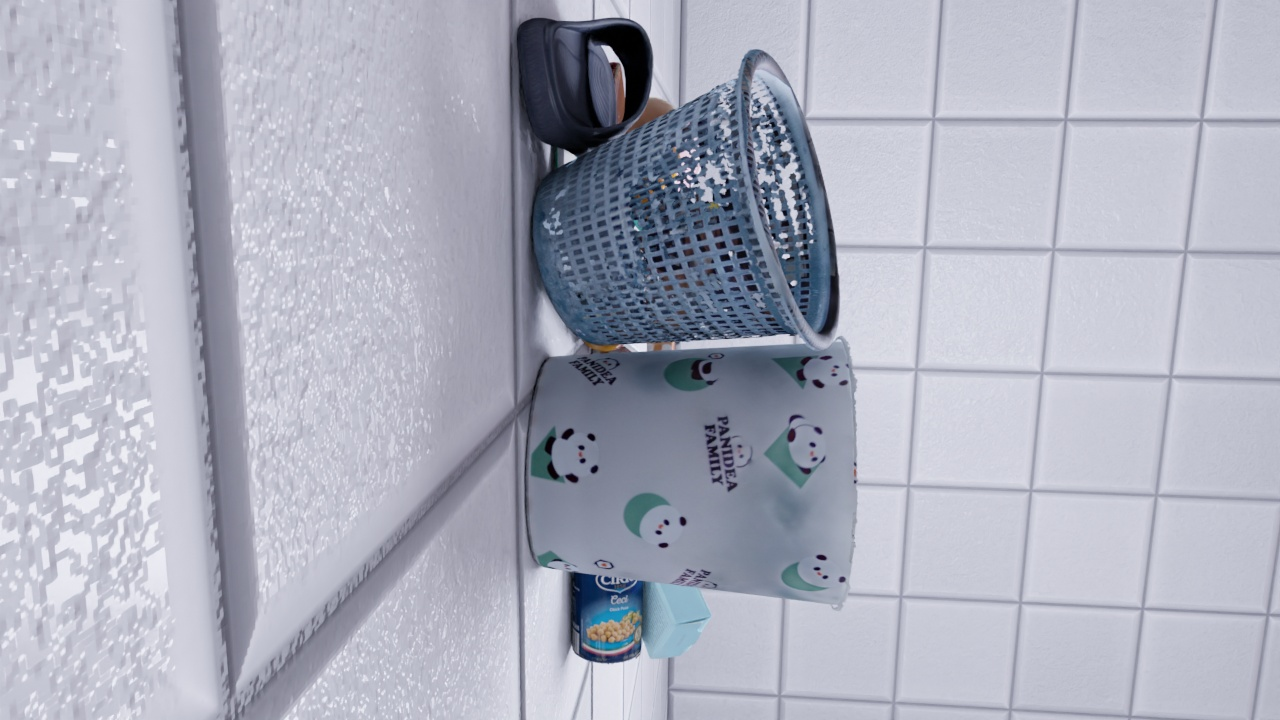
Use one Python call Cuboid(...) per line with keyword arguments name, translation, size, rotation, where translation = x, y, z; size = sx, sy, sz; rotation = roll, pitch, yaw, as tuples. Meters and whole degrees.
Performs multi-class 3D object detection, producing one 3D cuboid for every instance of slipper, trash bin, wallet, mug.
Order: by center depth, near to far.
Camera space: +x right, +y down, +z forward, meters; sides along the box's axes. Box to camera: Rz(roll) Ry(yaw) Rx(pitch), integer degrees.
Cuboid(name="trash bin", translation=(0.032, -0.102, 0.720), size=(0.226, 0.195, 0.226), rotation=(39, 45, -56))
Cuboid(name="slipper", translation=(-0.030, -0.222, 0.744), size=(0.267, 0.083, 0.111), rotation=(-59, 142, -74))
Cuboid(name="trash bin", translation=(0.044, 0.089, 0.785), size=(0.229, 0.252, 0.229), rotation=(4, 88, -85))
Cuboid(name="wallet", translation=(-0.033, -0.276, 1.087), size=(0.101, 0.032, 0.124), rotation=(81, 10, -52))
Cuboid(name="mug", translation=(0.028, -0.325, 1.319), size=(0.081, 0.114, 0.106), rotation=(62, -2, 9))

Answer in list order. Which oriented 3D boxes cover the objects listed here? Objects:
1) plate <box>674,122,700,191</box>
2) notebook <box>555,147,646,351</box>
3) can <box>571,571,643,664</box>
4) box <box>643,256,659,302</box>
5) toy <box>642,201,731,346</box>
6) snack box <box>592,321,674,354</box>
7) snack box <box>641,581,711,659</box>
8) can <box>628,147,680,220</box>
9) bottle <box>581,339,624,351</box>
Cuboid(name="plate", translation=(0.039, -0.248, 1.301), size=(0.192, 0.039, 0.192), rotation=(-53, 173, -10))
Cuboid(name="notebook", translation=(-0.032, -0.099, 0.863), size=(0.209, 0.012, 0.150), rotation=(38, 48, -65))
Cuboid(name="can", translation=(-0.034, 0.252, 0.962), size=(0.075, 0.075, 0.111), rotation=(-61, 152, -80))
Cuboid(name="box", translation=(-0.009, -0.104, 1.034), size=(0.076, 0.086, 0.163), rotation=(48, -3, -30))
Cuboid(name="toy", translation=(0.026, -0.103, 1.178), size=(0.091, 0.138, 0.357), rotation=(-48, 172, -44))
Cuboid(name="snack box", translation=(-0.007, 0.006, 1.106), size=(0.094, 0.093, 0.077), rotation=(-81, 171, -60))
Cuboid(name="snack box", translation=(0.013, 0.230, 1.008), size=(0.174, 0.051, 0.074), rotation=(64, -34, 37))
Cuboid(name="can", translation=(0.005, -0.213, 1.159), size=(0.146, 0.058, 0.058), rotation=(118, -20, -59))
Cuboid(name="bottle", translation=(-0.033, -0.039, 0.981), size=(0.175, 0.057, 0.057), rotation=(-31, 123, -84))
